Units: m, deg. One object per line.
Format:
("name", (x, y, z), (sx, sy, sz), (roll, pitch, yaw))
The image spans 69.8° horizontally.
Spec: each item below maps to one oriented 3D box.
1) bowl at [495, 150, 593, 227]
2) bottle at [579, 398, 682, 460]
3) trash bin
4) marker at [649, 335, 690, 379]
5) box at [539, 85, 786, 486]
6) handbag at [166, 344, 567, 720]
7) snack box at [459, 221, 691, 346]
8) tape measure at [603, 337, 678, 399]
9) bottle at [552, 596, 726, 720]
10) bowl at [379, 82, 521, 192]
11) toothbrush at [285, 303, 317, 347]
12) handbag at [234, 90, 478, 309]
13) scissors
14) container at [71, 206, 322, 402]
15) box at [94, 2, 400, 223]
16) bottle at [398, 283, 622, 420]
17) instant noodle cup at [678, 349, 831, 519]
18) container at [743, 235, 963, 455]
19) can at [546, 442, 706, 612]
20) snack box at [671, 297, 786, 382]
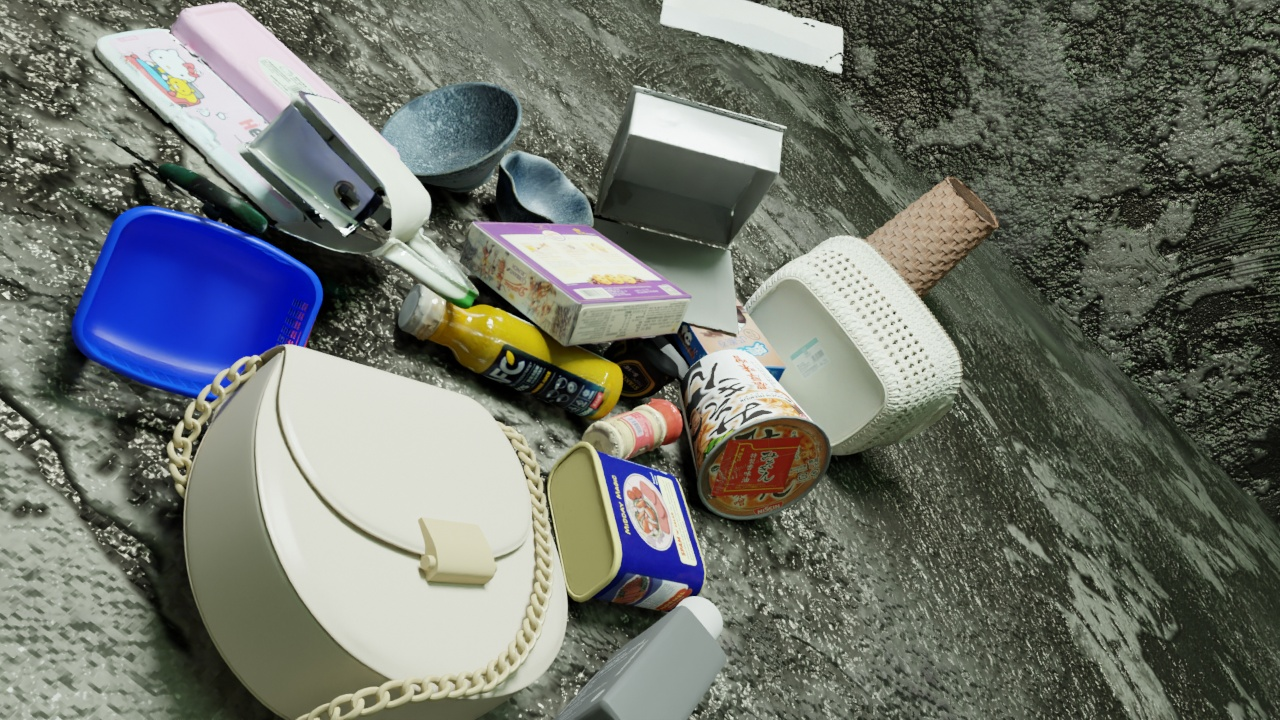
("bowl", (-0.103, -0.151, 0.907), (0.110, 0.055, 0.110), (32, 32, -23))
("bottle", (-0.007, 0.062, 0.779), (0.044, 0.044, 0.108), (53, 31, 13))
("trash bin", (0.477, -0.198, 1.552), (0.151, 0.211, 0.151), (31, 32, -23))
("marker", (0.037, 0.007, 0.934), (0.022, 0.016, 0.138), (-36, 83, -29))
("box", (0.014, -0.052, 0.979), (0.167, 0.422, 0.173), (12, 1, -9))
("handbag", (-0.141, 0.103, 0.509), (0.210, 0.103, 0.208), (23, 36, -53))
("snack box", (-0.055, -0.071, 0.793), (0.148, 0.041, 0.143), (38, 28, 32))
("tape measure", (-0.005, 0.005, 0.832), (0.061, 0.061, 0.034), (46, 27, -34))
("bottle", (0.005, 0.202, 0.578), (0.046, 0.084, 0.173), (50, 29, 7))
("bowl", (-0.170, -0.196, 0.857), (0.057, 0.137, 0.137), (75, 0, -49))
("toothbrush", (-0.229, 0.027, 0.570), (0.012, 0.018, 0.212), (30, 29, -25))
("handbag", (-0.187, -0.096, 0.645), (0.176, 0.074, 0.151), (47, 5, -12))
("scissors", (-0.261, -0.093, 0.571), (0.201, 0.015, 0.203), (35, -9, -25))
("container", (-0.254, -0.031, 0.526), (0.114, 0.096, 0.058), (23, -4, -36))
("box", (-0.304, -0.202, 0.734), (0.201, 0.038, 0.152), (43, 30, -4))
("bottle", (-0.101, -0.007, 0.732), (0.186, 0.053, 0.053), (26, 35, -31))
("instant noodle cup", (0.094, 0.060, 0.846), (0.123, 0.124, 0.121), (25, 26, -33))
("container", (0.227, -0.012, 1.041), (0.142, 0.185, 0.246), (-17, 65, -47))
("can", (-0.010, 0.126, 0.681), (0.092, 0.057, 0.116), (22, 37, -38))
("snack box", (0.079, -0.029, 0.964), (0.087, 0.034, 0.151), (1, 39, -28))
